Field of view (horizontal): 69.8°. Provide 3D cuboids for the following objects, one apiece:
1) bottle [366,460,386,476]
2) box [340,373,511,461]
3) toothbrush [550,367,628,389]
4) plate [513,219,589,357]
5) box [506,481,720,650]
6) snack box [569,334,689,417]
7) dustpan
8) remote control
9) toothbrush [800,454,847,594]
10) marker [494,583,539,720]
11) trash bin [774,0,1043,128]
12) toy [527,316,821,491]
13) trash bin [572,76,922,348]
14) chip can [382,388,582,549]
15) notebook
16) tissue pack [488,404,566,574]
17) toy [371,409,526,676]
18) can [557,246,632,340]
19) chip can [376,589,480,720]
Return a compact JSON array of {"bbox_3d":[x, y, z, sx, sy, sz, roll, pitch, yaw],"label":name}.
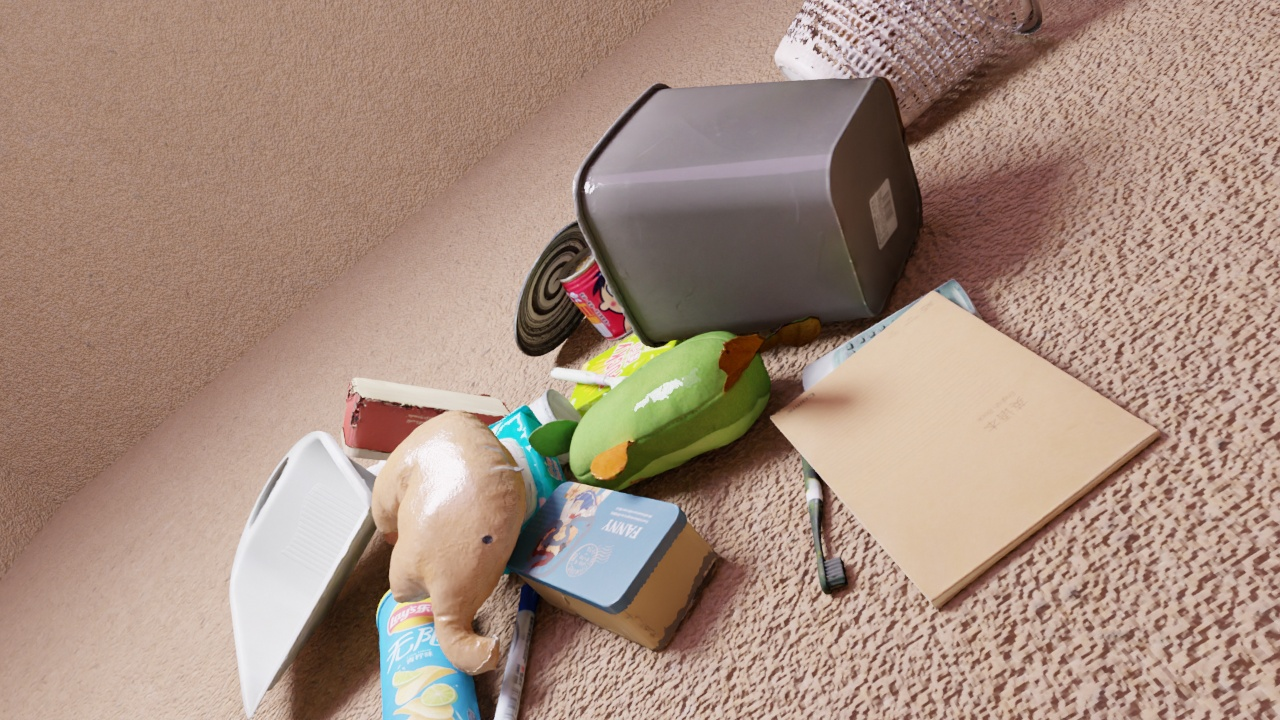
[{"bbox_3d":[-0.269,0.132,1.056,0.108,0.063,0.063,-33,25,18],"label":"bottle"},{"bbox_3d":[-0.222,0.060,0.963,0.091,0.168,0.080,-147,68,-66],"label":"box"},{"bbox_3d":[-0.052,0.019,0.910,0.029,0.020,0.190,-45,20,-17],"label":"toothbrush"},{"bbox_3d":[-0.098,-0.088,1.078,0.024,0.180,0.179,28,64,21],"label":"plate"},{"bbox_3d":[-0.022,0.145,0.664,0.185,0.061,0.089,-5,42,56],"label":"box"},{"bbox_3d":[-0.005,0.005,0.914,0.157,0.026,0.085,-30,25,32],"label":"snack box"},{"bbox_3d":[-0.355,0.181,0.919,0.222,0.142,0.258,-60,4,1],"label":"dustpan"},{"bbox_3d":[0.181,-0.009,0.674,0.135,0.019,0.056,-32,25,19],"label":"remote control"},{"bbox_3d":[0.119,0.085,0.616,0.017,0.012,0.185,-26,27,19],"label":"toothbrush"},{"bbox_3d":[-0.092,0.225,0.685,0.017,0.017,0.145,-32,25,20],"label":"marker"},{"bbox_3d":[0.252,-0.336,0.932,0.192,0.227,0.227,-49,22,12],"label":"trash bin"},{"bbox_3d":[0.029,0.038,0.733,0.247,0.090,0.226,-33,-3,35],"label":"toy"},{"bbox_3d":[0.100,-0.128,0.775,0.220,0.199,0.198,2,44,36],"label":"trash bin"},{"bbox_3d":[-0.152,0.116,0.896,0.215,0.071,0.071,-35,24,12],"label":"chip can"},{"bbox_3d":[0.183,0.041,0.572,0.149,0.012,0.211,-39,30,3],"label":"notebook"},{"bbox_3d":[-0.114,0.113,0.805,0.093,0.050,0.133,-33,58,14],"label":"tissue pack"},{"bbox_3d":[-0.143,0.129,0.709,0.143,0.082,0.226,-53,38,13],"label":"toy"},{"bbox_3d":[-0.041,-0.077,1.037,0.067,0.094,0.066,-33,25,17],"label":"can"},{"bbox_3d":[-0.157,0.244,0.682,0.071,0.071,0.210,-41,24,-1],"label":"chip can"}]
